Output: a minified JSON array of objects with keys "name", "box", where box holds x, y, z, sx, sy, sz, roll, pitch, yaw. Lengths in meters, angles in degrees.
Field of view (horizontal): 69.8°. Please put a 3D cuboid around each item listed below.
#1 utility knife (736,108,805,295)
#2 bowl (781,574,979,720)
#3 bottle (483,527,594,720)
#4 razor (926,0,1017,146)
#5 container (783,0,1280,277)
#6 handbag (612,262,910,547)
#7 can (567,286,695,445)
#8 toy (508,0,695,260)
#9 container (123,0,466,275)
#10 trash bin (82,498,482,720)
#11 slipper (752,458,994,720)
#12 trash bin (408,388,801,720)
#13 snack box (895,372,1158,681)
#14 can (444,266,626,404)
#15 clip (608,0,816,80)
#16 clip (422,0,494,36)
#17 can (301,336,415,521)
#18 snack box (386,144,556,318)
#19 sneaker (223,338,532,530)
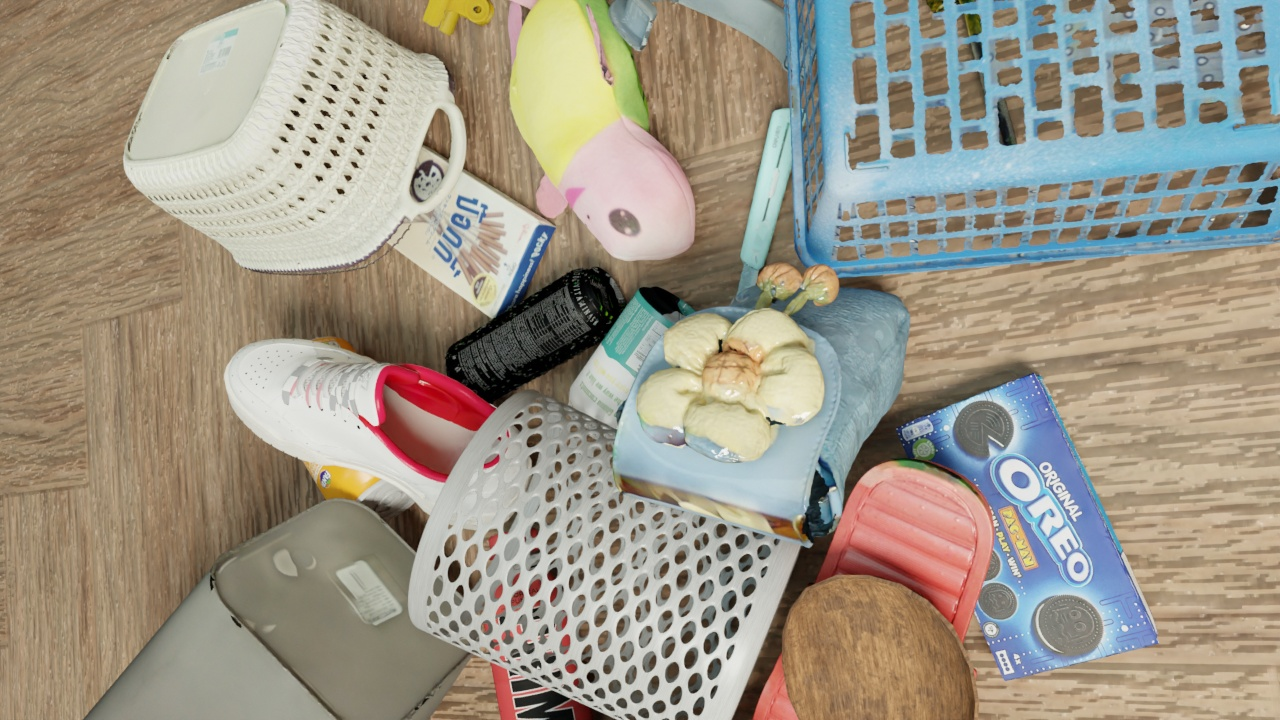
[{"name":"utility knife","box":[0.079,-0.090,0.591,0.022,0.015,0.147,13,97,-3]},{"name":"bowl","box":[0.125,0.161,0.476,0.102,0.026,0.114,0,101,34]},{"name":"bottle","box":[-0.072,0.205,0.635,0.062,0.062,0.176,-17,80,27]},{"name":"razor","box":[0.198,-0.168,0.524,0.043,0.026,0.106,-16,84,25]},{"name":"container","box":[0.194,-0.234,0.462,0.257,0.089,0.362,-3,86,18]},{"name":"handbag","box":[0.072,0.008,0.485,0.122,0.191,0.119,12,125,29]},{"name":"can","box":[-0.004,0.004,0.609,0.055,0.054,0.102,43,107,24]},{"name":"toy","box":[-0.039,-0.170,0.613,0.238,0.087,0.191,60,151,18]},{"name":"container","box":[-0.266,-0.169,0.692,0.252,0.143,0.184,4,71,38]},{"name":"trash bin","box":[-0.245,0.234,0.630,0.197,0.197,0.221,42,112,7]},{"name":"slipper","box":[0.136,0.163,0.522,0.103,0.059,0.249,27,116,27]},{"name":"trash bin","box":[-0.014,0.124,0.538,0.183,0.156,0.156,23,99,12]},{"name":"snack box","box":[0.210,0.090,0.502,0.082,0.027,0.150,-28,76,26]},{"name":"can","box":[-0.077,-0.016,0.650,0.138,0.053,0.054,-29,75,25]},{"name":"clip","box":[0.011,-0.221,0.560,0.172,0.163,0.031,45,131,27]},{"name":"clip","box":[-0.140,-0.279,0.716,0.048,0.046,0.054,39,108,59]},{"name":"can","box":[-0.231,0.054,0.719,0.079,0.079,0.142,-47,68,19]},{"name":"snack box","box":[-0.139,-0.101,0.705,0.150,0.026,0.082,35,104,26]},{"name":"sneaker","box":[-0.185,0.029,0.629,0.237,0.104,0.090,26,59,11]}]
